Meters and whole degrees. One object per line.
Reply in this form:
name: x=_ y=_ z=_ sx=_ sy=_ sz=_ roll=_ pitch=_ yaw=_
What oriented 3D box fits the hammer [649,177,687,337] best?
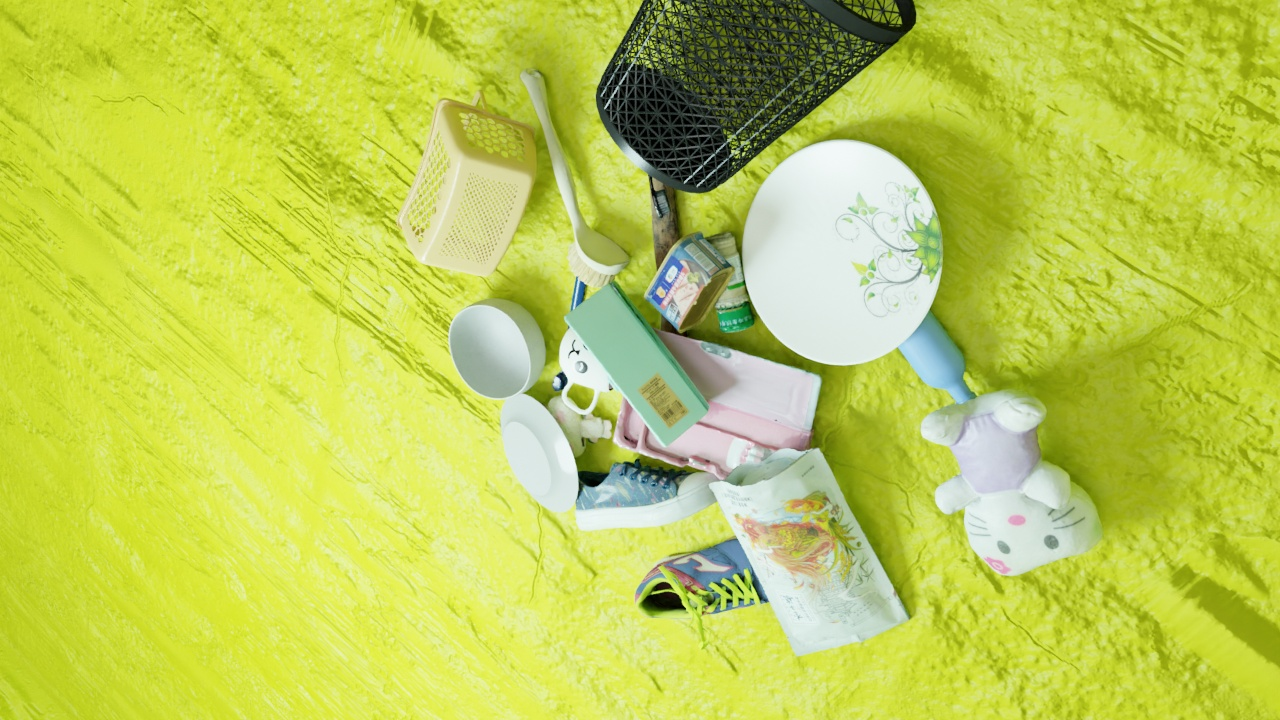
hammer: x=0.037 y=-0.147 z=1.054 sx=0.120 sy=0.033 sz=0.331 roll=3 pitch=110 yaw=25

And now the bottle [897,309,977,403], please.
bottle: x=0.303 y=-0.003 z=0.943 sx=0.048 sy=0.047 sz=0.131 roll=-37 pitch=89 yaw=35

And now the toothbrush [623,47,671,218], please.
toothbrush: x=0.006 y=-0.249 z=1.005 sx=0.017 sy=0.014 sz=0.188 roll=-10 pitch=104 yaw=14

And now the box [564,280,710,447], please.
box: x=-0.007 y=0.007 z=1.026 sx=0.078 sy=0.079 sz=0.189 roll=-34 pitch=94 yaw=30

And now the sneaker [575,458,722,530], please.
sneaker: x=0.001 y=0.163 z=1.165 sx=0.236 sy=0.087 sz=0.079 roll=-16 pitch=95 yaw=37

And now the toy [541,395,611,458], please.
toy: x=-0.095 y=0.088 z=1.211 sx=0.112 sy=0.050 sz=0.087 roll=9 pitch=114 yaw=41

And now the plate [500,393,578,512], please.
plate: x=-0.146 y=0.129 z=1.235 sx=0.173 sy=0.019 sz=0.173 roll=29 pitch=130 yaw=40

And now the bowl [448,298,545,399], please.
bowl: x=-0.180 y=-0.020 z=1.204 sx=0.132 sy=0.064 sz=0.132 roll=11 pitch=114 yaw=26

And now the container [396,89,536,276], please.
container: x=-0.209 y=-0.217 z=1.117 sx=0.184 sy=0.129 sz=0.166 roll=-61 pitch=34 yaw=32

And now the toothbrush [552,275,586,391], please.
toothbrush: x=-0.089 y=-0.042 z=1.172 sx=0.016 sy=0.017 sz=0.190 roll=24 pitch=119 yaw=19

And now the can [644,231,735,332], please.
can: x=0.054 y=-0.085 z=1.006 sx=0.059 sy=0.053 sz=0.100 roll=46 pitch=133 yaw=18

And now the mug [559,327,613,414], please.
mug: x=-0.063 y=0.005 z=1.126 sx=0.076 sy=0.090 sz=0.124 roll=24 pitch=102 yaw=11

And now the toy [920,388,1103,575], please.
toy: x=0.368 y=0.122 z=0.919 sx=0.138 sy=0.085 sz=0.209 roll=-18 pitch=114 yaw=31

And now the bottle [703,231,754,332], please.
bottle: x=0.097 y=-0.088 z=1.032 sx=0.043 sy=0.042 sz=0.110 roll=-7 pitch=104 yaw=32

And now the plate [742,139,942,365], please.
plate: x=0.208 y=-0.111 z=0.952 sx=0.230 sy=0.030 sz=0.229 roll=10 pitch=105 yaw=40

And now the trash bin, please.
trash bin: x=0.090 y=-0.298 z=0.863 sx=0.217 sy=0.216 sz=0.244 roll=50 pitch=131 yaw=4

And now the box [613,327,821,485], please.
box: x=0.089 y=0.054 z=1.076 sx=0.233 sy=0.055 sz=0.180 roll=18 pitch=118 yaw=17

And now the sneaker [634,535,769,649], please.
sneaker: x=0.101 y=0.290 z=1.150 sx=0.242 sy=0.090 sz=0.116 roll=-18 pitch=97 yaw=33

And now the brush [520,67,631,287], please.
brush: x=-0.086 y=-0.214 z=1.086 sx=0.077 sy=0.061 sz=0.272 roll=-19 pitch=95 yaw=29

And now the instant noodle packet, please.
instant noodle packet: x=0.194 y=0.227 z=1.054 sx=0.147 sy=0.057 sz=0.269 roll=-22 pitch=110 yaw=19
